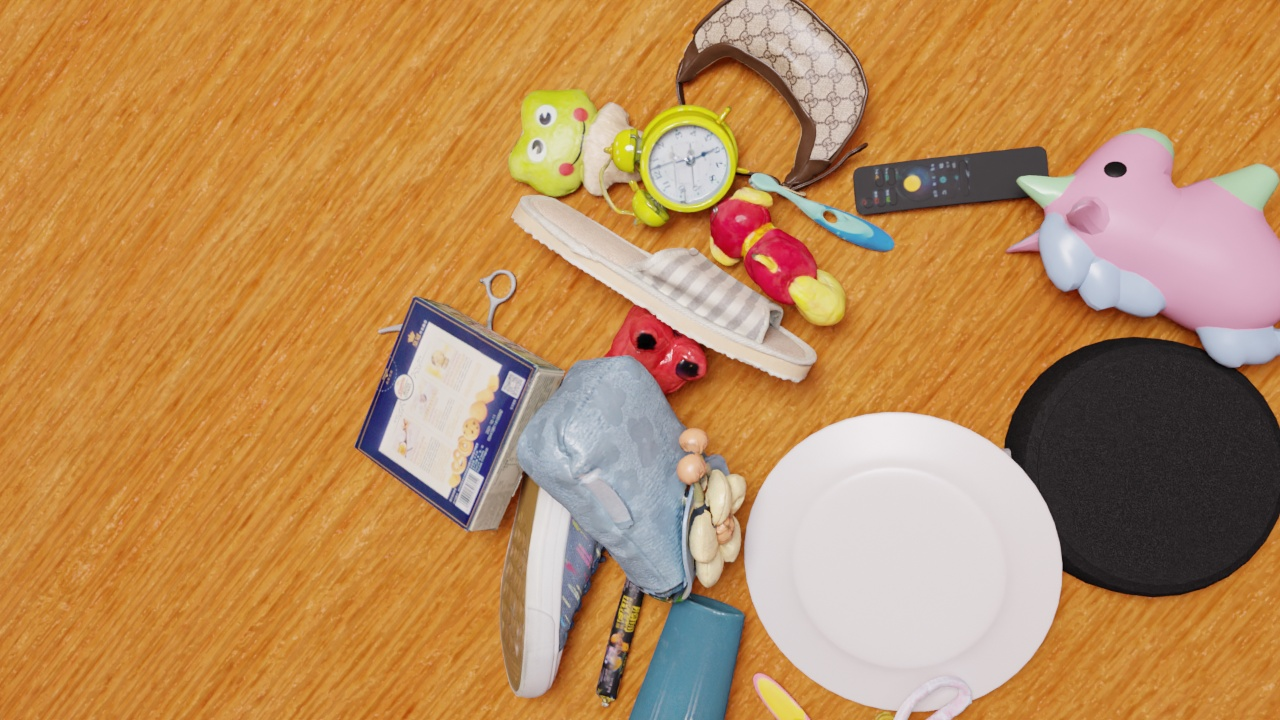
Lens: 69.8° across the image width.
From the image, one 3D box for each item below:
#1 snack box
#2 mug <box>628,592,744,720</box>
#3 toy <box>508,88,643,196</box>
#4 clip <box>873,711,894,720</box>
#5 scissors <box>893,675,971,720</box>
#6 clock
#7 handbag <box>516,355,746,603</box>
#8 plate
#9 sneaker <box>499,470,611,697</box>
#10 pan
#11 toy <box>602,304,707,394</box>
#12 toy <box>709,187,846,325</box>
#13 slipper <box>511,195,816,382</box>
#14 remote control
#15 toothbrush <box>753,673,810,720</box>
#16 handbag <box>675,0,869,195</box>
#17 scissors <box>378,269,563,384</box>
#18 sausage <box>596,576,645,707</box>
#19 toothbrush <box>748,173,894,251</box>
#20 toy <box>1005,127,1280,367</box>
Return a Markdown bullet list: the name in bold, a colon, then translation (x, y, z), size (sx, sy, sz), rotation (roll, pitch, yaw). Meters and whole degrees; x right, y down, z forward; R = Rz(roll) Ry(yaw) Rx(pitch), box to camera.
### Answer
- **snack box**: translation (-0.150, 0.041, 0.746), size (0.145, 0.042, 0.144), rotation (29, 100, 29)
- **mug**: translation (0.040, 0.254, 0.737), size (0.078, 0.078, 0.121), rotation (16, 85, 7)
- **toy**: translation (-0.049, -0.180, 0.773), size (0.118, 0.043, 0.092), rotation (14, 93, 4)
- **clip**: translation (0.190, 0.310, 0.743), size (0.054, 0.048, 0.045), rotation (32, 137, 8)
- **scissors**: translation (0.199, 0.307, 0.710), size (0.170, 0.014, 0.168), rotation (20, 97, -14)
- **clock**: translation (0.025, -0.155, 0.736), size (0.119, 0.057, 0.083), rotation (-20, 110, 10)
- **handbag**: translation (0.009, 0.087, 0.686), size (0.192, 0.119, 0.121), rotation (55, 52, -25)
- **plate**: translation (0.201, 0.162, 0.723), size (0.243, 0.016, 0.242), rotation (1, 95, 15)
- **sneaker**: translation (-0.062, 0.157, 0.758), size (0.079, 0.087, 0.235), rotation (9, 89, -22)
- **pan**: translation (0.317, 0.083, 0.721), size (0.356, 0.044, 0.204), rotation (0, 89, 6)
- **toy**: translation (-0.005, 0.004, 0.764), size (0.088, 0.093, 0.133), rotation (40, 120, -24)
- **toy**: translation (0.107, -0.078, 0.724), size (0.067, 0.105, 0.137), rotation (-46, 75, 16)
- **slipper**: translation (0.020, -0.069, 0.728), size (0.273, 0.114, 0.054), rotation (31, 104, 14)
- **remote control**: translation (0.251, -0.145, 0.748), size (0.152, 0.020, 0.041), rotation (-5, 88, 8)
- **toothbrush**: translation (0.141, 0.308, 0.749), size (0.021, 0.016, 0.135), rotation (-45, 84, 8)
- **handbag**: translation (0.108, -0.216, 0.754), size (0.166, 0.063, 0.139), rotation (45, 111, 1)
- **scissors**: translation (-0.146, -0.011, 0.795), size (0.175, 0.014, 0.141), rotation (8, 86, 8)
- **sausage**: translation (-0.011, 0.215, 0.768), size (0.020, 0.020, 0.155), rotation (16, 90, 7)
- **toothbrush**: translation (0.148, -0.120, 0.748), size (0.135, 0.017, 0.022), rotation (23, 85, -12)
- **toy**: translation (0.398, -0.075, 0.688), size (0.171, 0.120, 0.222), rotation (-30, 84, -5)
